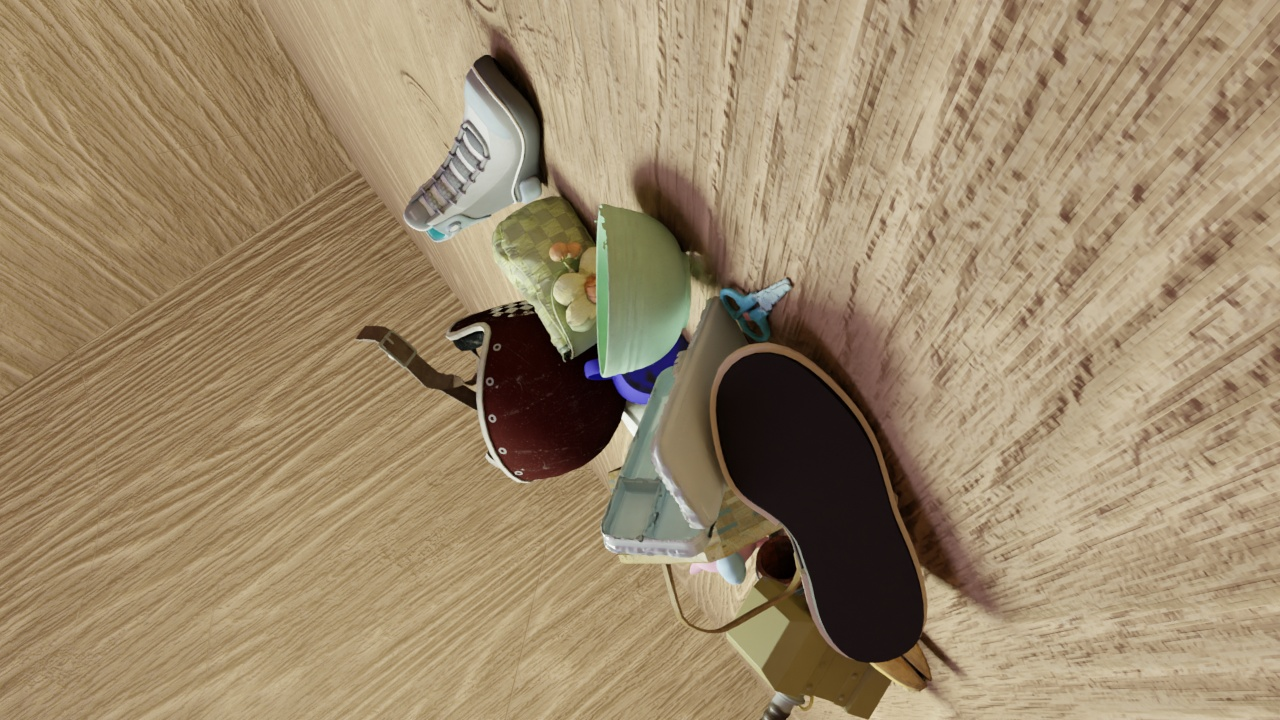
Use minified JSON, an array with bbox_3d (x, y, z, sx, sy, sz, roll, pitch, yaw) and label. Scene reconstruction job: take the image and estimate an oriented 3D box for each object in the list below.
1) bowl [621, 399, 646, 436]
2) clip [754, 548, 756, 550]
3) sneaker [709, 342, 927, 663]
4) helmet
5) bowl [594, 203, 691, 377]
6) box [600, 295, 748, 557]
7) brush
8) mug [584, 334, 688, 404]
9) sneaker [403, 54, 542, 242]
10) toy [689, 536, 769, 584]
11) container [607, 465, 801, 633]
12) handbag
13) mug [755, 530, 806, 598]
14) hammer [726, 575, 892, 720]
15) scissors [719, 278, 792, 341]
[{"bbox_3d":[0.024,0.074,1.192,0.153,0.072,0.153,52,168,15],"label":"bowl"},{"bbox_3d":[0.106,0.206,1.377,0.164,0.031,0.169,56,168,-20],"label":"clip"},{"bbox_3d":[0.146,0.099,0.746,0.294,0.112,0.116,58,-169,-19],"label":"sneaker"},{"bbox_3d":[-0.147,0.028,1.135,0.254,0.233,0.233,6,120,37],"label":"helmet"},{"bbox_3d":[0.001,-0.060,0.795,0.151,0.077,0.151,177,91,-84],"label":"bowl"},{"bbox_3d":[0.025,0.053,0.757,0.106,0.210,0.130,-10,122,28],"label":"box"},{"bbox_3d":[0.230,0.266,0.963,0.195,0.059,0.043,47,177,38],"label":"brush"},{"bbox_3d":[-0.006,0.006,1.011,0.084,0.111,0.079,121,144,-78],"label":"mug"},{"bbox_3d":[-0.189,-0.209,0.976,0.093,0.160,0.257,52,171,7],"label":"sneaker"},{"bbox_3d":[0.105,0.230,1.174,0.222,0.120,0.171,-107,-6,-70],"label":"toy"},{"bbox_3d":[0.081,0.171,0.935,0.186,0.157,0.250,67,155,3],"label":"container"},{"bbox_3d":[-0.082,-0.097,1.008,0.186,0.113,0.117,54,161,3],"label":"handbag"},{"bbox_3d":[0.179,0.260,1.141,0.111,0.081,0.117,70,-176,-46],"label":"mug"},{"bbox_3d":[0.139,0.430,1.048,0.190,0.325,0.101,27,-176,-31],"label":"hammer"},{"bbox_3d":[0.093,-0.045,0.707,0.055,0.015,0.136,52,163,1],"label":"scissors"}]
